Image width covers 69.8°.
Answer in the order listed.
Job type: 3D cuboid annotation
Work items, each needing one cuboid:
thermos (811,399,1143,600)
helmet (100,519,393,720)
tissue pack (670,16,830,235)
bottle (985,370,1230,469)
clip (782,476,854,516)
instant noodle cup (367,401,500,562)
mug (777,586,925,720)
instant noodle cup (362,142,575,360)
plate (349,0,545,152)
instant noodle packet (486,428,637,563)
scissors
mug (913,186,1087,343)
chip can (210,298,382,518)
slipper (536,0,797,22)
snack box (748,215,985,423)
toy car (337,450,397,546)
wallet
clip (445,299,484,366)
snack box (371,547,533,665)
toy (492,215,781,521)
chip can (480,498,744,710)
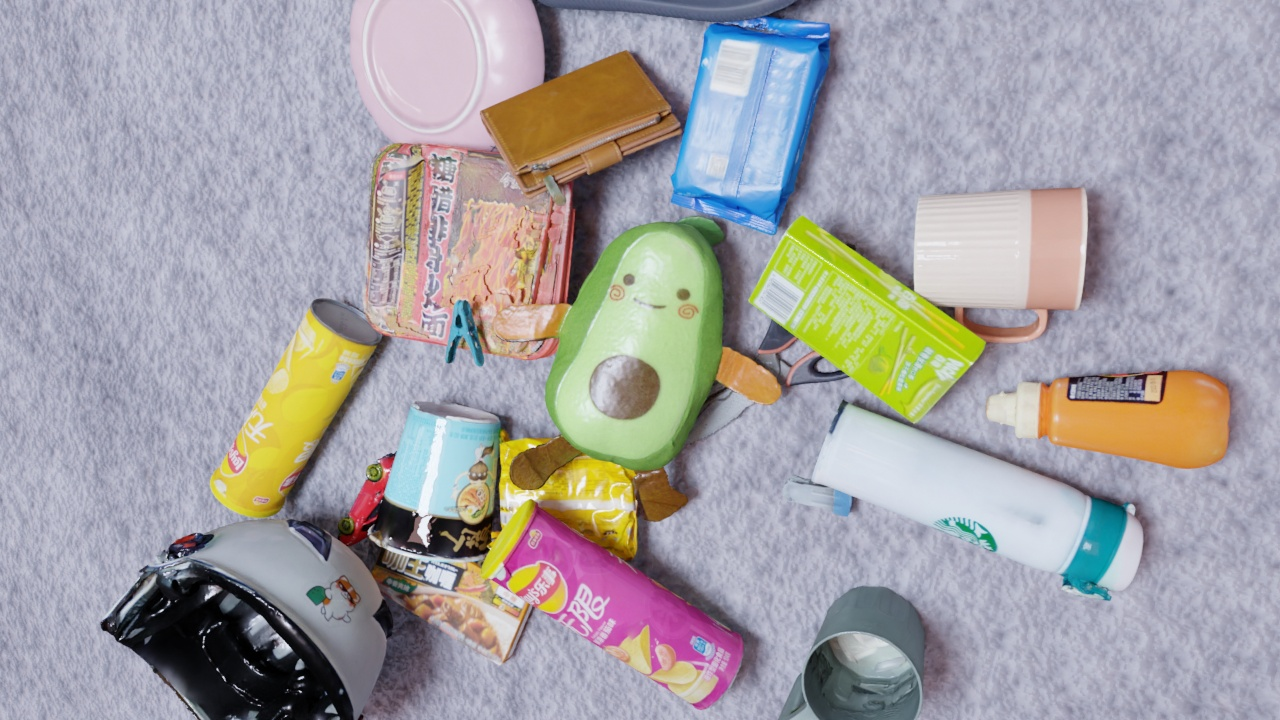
[{"bbox_3d":[0.241,0.101,0.666,0.224,0.073,0.073,21,103,16],"label":"thermos"},{"bbox_3d":[-0.325,0.233,0.826,0.275,0.156,0.230,-30,103,34],"label":"helmet"},{"bbox_3d":[0.083,-0.181,0.696,0.095,0.052,0.157,17,102,19],"label":"tissue pack"},{"bbox_3d":[0.319,0.037,0.638,0.150,0.066,0.067,3,97,27],"label":"bottle"},{"bbox_3d":[0.141,0.107,0.730,0.058,0.042,0.026,7,100,21],"label":"clip"},{"bbox_3d":[-0.171,0.100,0.797,0.111,0.111,0.120,13,95,17],"label":"instant noodle cup"},{"bbox_3d":[0.156,0.236,0.694,0.124,0.103,0.083,-42,82,20],"label":"mug"},{"bbox_3d":[-0.135,-0.093,0.769,0.189,0.079,0.164,11,101,18],"label":"instant noodle cup"},{"bbox_3d":[-0.171,-0.252,0.759,0.193,0.038,0.193,10,114,24],"label":"plate"},{"bbox_3d":[-0.064,0.115,0.778,0.128,0.044,0.111,3,91,4],"label":"instant noodle packet"},{"bbox_3d":[0.104,-0.006,0.730,0.202,0.015,0.206,9,101,18],"label":"scissors"},{"bbox_3d":[0.250,-0.064,0.644,0.106,0.081,0.115,2,127,21],"label":"mug"},{"bbox_3d":[-0.322,0.046,0.857,0.072,0.072,0.214,39,106,11],"label":"chip can"},{"bbox_3d":[0.017,-0.315,0.672,0.268,0.083,0.110,7,77,22],"label":"slipper"},{"bbox_3d":[0.158,-0.028,0.661,0.156,0.026,0.086,37,147,12],"label":"snack box"},{"bbox_3d":[-0.244,0.130,0.851,0.031,0.049,0.106,37,105,14],"label":"toy car"},{"bbox_3d":[-0.046,-0.180,0.701,0.130,0.035,0.119,-24,56,-7],"label":"wallet"},{"bbox_3d":[-0.141,-0.022,0.734,0.033,0.013,0.054,6,105,20],"label":"clip"},{"bbox_3d":[-0.174,0.209,0.847,0.154,0.026,0.075,26,104,15],"label":"snack box"},{"bbox_3d":[-0.004,0.004,0.706,0.227,0.090,0.247,14,99,-7],"label":"toy"},{"bbox_3d":[-0.020,0.195,0.734,0.210,0.071,0.071,34,107,-8],"label":"chip can"}]
